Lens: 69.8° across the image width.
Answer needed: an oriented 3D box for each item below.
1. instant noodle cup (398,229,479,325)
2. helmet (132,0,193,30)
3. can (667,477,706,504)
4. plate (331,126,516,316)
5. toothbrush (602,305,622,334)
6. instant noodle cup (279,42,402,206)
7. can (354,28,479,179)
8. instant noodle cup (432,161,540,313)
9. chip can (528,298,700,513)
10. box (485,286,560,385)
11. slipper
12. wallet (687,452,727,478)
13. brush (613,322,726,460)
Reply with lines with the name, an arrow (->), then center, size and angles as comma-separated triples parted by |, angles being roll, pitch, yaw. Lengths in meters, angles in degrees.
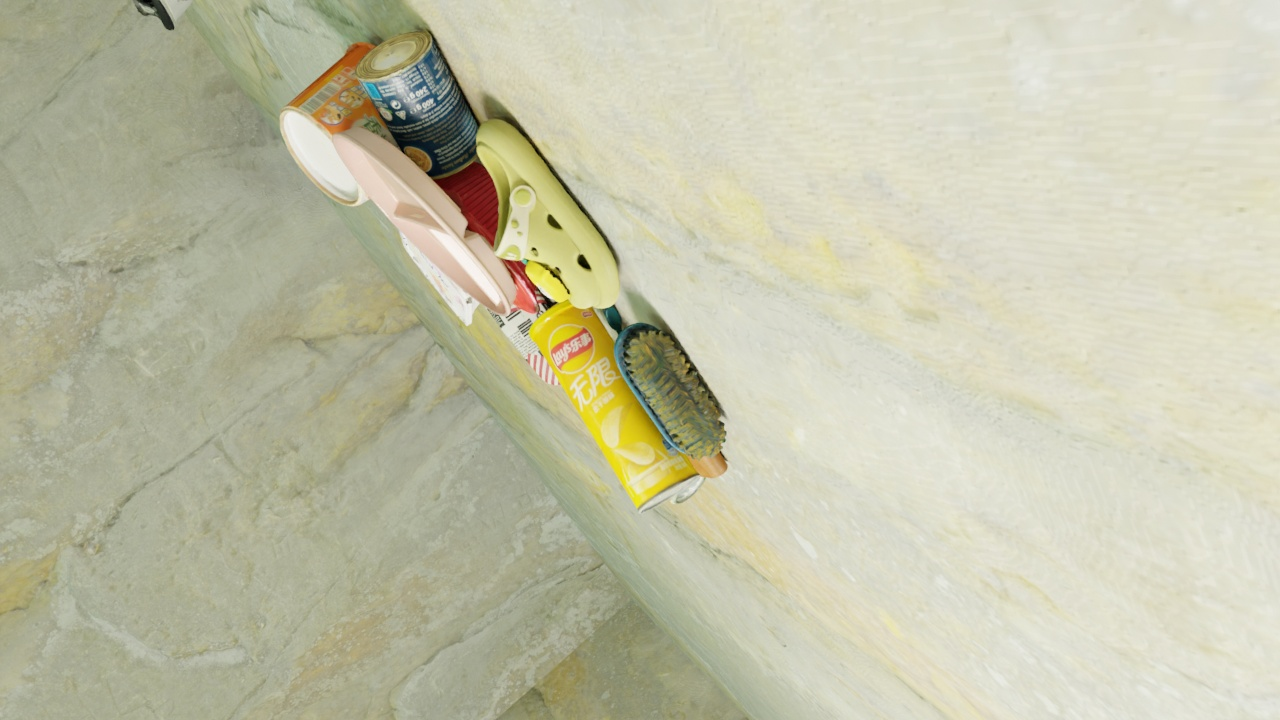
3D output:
instant noodle cup -> -0.237, -0.123, 1.145 | 0.138, 0.060, 0.174 | 52, 166, -1
helmet -> -0.761, -0.651, 1.384 | 0.274, 0.156, 0.230 | 40, 164, 4
can -> 0.010, 0.100, 1.074 | 0.147, 0.057, 0.058 | 44, 166, 25
plate -> -0.200, -0.132, 0.871 | 0.229, 0.028, 0.230 | 42, 169, 10
toothbrush -> -0.006, 0.006, 0.968 | 0.018, 0.016, 0.192 | 52, 171, 43
instant noodle cup -> -0.301, -0.244, 0.980 | 0.151, 0.111, 0.152 | 31, 150, 21
can -> -0.198, -0.231, 0.830 | 0.075, 0.075, 0.111 | 39, 162, 42
instant noodle cup -> -0.155, -0.136, 0.938 | 0.194, 0.065, 0.194 | 42, 169, 9
chip can -> -0.028, 0.042, 0.895 | 0.213, 0.072, 0.072 | 58, 169, 14
box -> -0.127, -0.045, 1.078 | 0.163, 0.087, 0.076 | 55, 152, -6
slipper -> -0.095, -0.115, 0.798 | 0.190, 0.081, 0.092 | 55, 169, -9
wallet -> 0.022, 0.068, 0.966 | 0.108, 0.031, 0.132 | -7, 122, 55
brush -> 0.023, 0.026, 0.838 | 0.144, 0.055, 0.073 | 55, 169, -20
